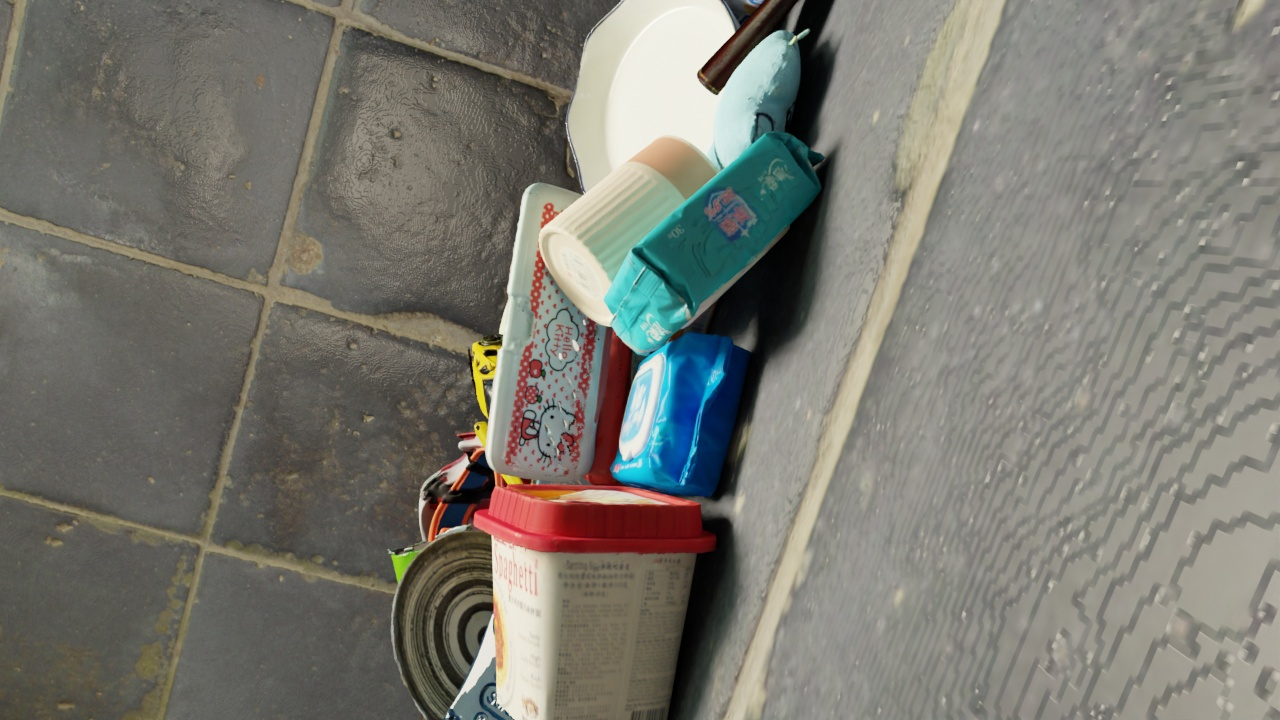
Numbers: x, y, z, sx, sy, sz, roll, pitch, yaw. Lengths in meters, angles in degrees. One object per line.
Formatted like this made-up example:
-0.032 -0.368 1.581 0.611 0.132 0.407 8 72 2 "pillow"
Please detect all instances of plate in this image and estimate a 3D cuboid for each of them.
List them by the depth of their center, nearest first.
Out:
-0.113 0.214 0.695 0.024 0.179 0.179 -38 29 33 "plate"
0.017 -0.219 0.782 0.205 0.045 0.205 -2 87 46 "plate"

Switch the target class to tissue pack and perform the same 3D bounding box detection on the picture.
0.041 -0.066 0.524 0.133 0.050 0.093 -43 -1 -19 "tissue pack"
0.020 0.038 0.580 0.157 0.052 0.095 143 143 -75 "tissue pack"

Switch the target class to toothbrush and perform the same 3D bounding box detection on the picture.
-0.108 0.091 0.740 0.015 0.016 0.190 -50 31 1 "toothbrush"

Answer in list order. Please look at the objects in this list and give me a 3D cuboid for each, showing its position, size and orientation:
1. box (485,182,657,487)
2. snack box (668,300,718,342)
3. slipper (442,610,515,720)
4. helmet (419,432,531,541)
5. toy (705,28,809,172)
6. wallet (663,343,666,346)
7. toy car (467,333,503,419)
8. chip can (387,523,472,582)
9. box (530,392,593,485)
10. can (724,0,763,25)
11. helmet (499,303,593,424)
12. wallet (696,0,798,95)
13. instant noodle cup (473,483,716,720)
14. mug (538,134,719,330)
-0.035 -0.012 0.657 0.059 0.161 0.201 0 80 37 "box"
0.040 -0.069 0.732 0.153 0.026 0.075 -95 23 -68 "snack box"
-0.054 0.212 0.612 0.252 0.105 0.095 -63 -37 -21 "slipper"
-0.118 0.173 0.886 0.241 0.143 0.206 -48 43 45 "helmet"
0.074 -0.161 0.619 0.161 0.050 0.157 -71 3 -49 "toy"
-0.005 0.004 0.762 0.087 0.024 0.115 -58 37 38 "wallet"
-0.125 0.025 0.824 0.156 0.041 0.071 -143 44 -62 "toy car"
-0.140 0.257 0.745 0.072 0.072 0.236 148 106 -77 "chip can"
-0.049 0.114 0.755 0.062 0.089 0.183 117 164 -46 "box"
0.093 -0.305 0.745 0.134 0.053 0.053 -141 68 -80 "can"
-0.063 -0.043 0.931 0.229 0.146 0.259 -132 59 -79 "helmet"
0.087 -0.241 0.641 0.122 0.020 0.096 -45 14 20 "wallet"
-0.030 0.135 0.509 0.116 0.116 0.124 -3 82 63 "instant noodle cup"
0.005 -0.072 0.606 0.105 0.114 0.082 -40 22 -22 "mug"
